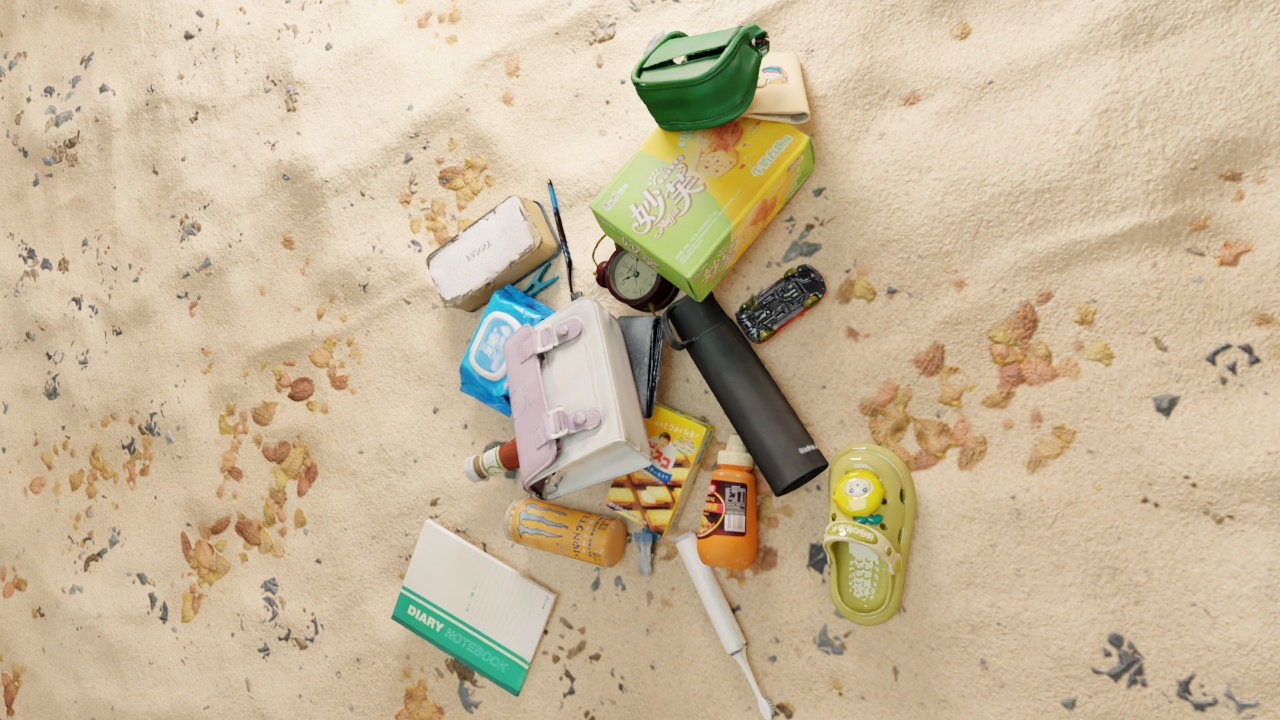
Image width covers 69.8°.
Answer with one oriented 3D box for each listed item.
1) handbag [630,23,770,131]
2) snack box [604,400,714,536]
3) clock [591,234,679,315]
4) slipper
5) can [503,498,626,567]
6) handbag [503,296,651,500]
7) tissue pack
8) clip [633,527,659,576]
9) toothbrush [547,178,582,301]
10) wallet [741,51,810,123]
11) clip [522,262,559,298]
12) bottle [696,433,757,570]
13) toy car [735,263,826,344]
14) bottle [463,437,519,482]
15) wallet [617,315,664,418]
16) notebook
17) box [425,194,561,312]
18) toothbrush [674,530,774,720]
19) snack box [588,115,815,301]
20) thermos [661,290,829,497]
[{"bbox_3d":[0.066,-0.310,0.988,0.131,0.068,0.120,10,58,42],"label":"handbag"},{"bbox_3d":[0.022,0.126,1.080,0.087,0.033,0.140,25,95,25],"label":"snack box"},{"bbox_3d":[-0.007,-0.108,1.099,0.122,0.055,0.082,39,104,21],"label":"clock"},{"bbox_3d":[0.232,0.182,0.945,0.092,0.081,0.190,1,89,24],"label":"slipper"},{"bbox_3d":[-0.092,0.208,1.115,0.146,0.058,0.058,8,90,27],"label":"can"},{"bbox_3d":[-0.082,0.044,1.047,0.145,0.098,0.196,-28,54,20],"label":"handbag"},{"bbox_3d":[-0.174,-0.012,1.176,0.095,0.052,0.157,30,99,25],"label":"tissue pack"},{"bbox_3d":[0.006,0.228,1.087,0.027,0.045,0.058,7,98,24],"label":"clip"},{"bbox_3d":[-0.095,-0.146,1.170,0.016,0.014,0.189,-18,77,23],"label":"toothbrush"},{"bbox_3d":[0.138,-0.305,1.013,0.087,0.024,0.115,1,52,-1],"label":"wallet"},{"bbox_3d":[-0.130,-0.100,1.183,0.056,0.013,0.039,-42,69,18],"label":"clip"},{"bbox_3d":[0.102,0.156,1.025,0.067,0.066,0.149,2,80,27],"label":"bottle"},{"bbox_3d":[0.159,-0.063,1.026,0.106,0.031,0.049,-38,71,11],"label":"toy car"},{"bbox_3d":[-0.131,0.108,1.143,0.206,0.059,0.059,-22,77,24],"label":"bottle"},{"bbox_3d":[-0.006,0.006,1.086,0.097,0.019,0.121,4,87,63],"label":"wallet"},{"bbox_3d":[-0.218,0.318,1.183,0.209,0.012,0.150,24,100,20],"label":"notebook"},{"bbox_3d":[-0.188,-0.141,1.192,0.185,0.059,0.089,-28,75,20],"label":"box"},{"bbox_3d":[0.096,0.297,1.032,0.027,0.026,0.221,-36,71,31],"label":"toothbrush"},{"bbox_3d":[0.070,-0.194,1.029,0.158,0.070,0.210,38,85,24],"label":"snack box"},{"bbox_3d":[0.106,0.035,1.015,0.242,0.089,0.069,58,142,19],"label":"thermos"}]
